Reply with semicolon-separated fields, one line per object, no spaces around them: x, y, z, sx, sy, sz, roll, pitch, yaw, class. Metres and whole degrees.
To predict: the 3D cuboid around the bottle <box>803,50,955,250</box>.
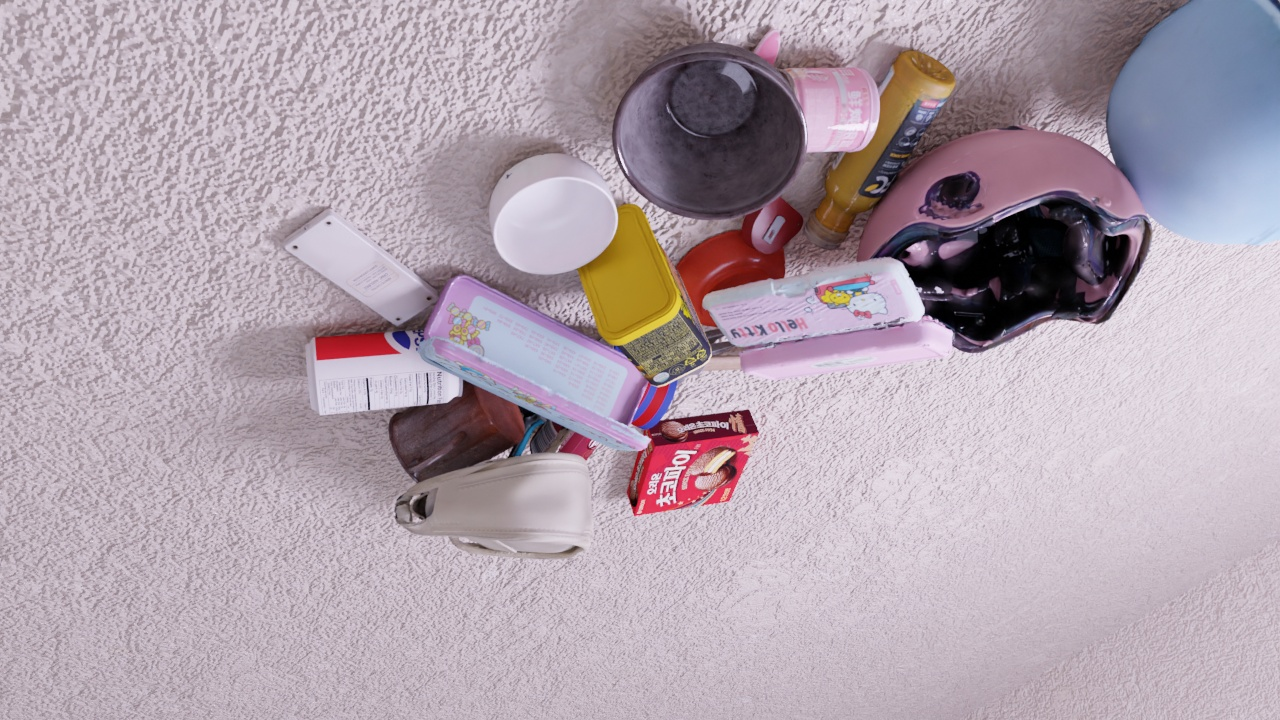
0.203;-0.178;0.809;0.053;0.053;0.187;2;138;-26;bottle

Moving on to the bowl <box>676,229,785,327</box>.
0.091;-0.072;0.907;0.122;0.035;0.122;-12;142;-10;bowl

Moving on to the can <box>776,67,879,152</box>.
0.144;-0.202;0.742;0.076;0.067;0.067;-6;141;-16;can

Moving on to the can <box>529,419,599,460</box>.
-0.070;0.073;0.994;0.063;0.063;0.114;10;134;-33;can

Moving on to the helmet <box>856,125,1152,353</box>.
0.318;-0.120;0.847;0.256;0.152;0.230;-16;151;25;helmet

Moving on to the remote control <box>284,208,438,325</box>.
-0.234;-0.076;0.780;0.050;0.011;0.136;-30;142;14;remote control

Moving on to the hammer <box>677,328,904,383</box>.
0.174;0.003;1.033;0.330;0.030;0.120;0;151;-25;hammer

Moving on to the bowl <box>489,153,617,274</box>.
-0.074;-0.126;0.755;0.105;0.054;0.105;-11;144;-8;bowl

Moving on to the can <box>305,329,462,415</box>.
-0.234;0.009;0.839;0.132;0.070;0.070;-5;141;-18;can

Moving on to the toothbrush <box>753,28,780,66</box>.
0.080;-0.208;0.749;0.021;0.016;0.135;4;138;-26;toothbrush

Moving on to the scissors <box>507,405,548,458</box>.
-0.137;0.070;0.984;0.150;0.019;0.121;-10;119;13;scissors

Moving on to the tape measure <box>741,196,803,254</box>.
0.123;-0.124;0.854;0.059;0.019;0.051;27;97;-43;tape measure

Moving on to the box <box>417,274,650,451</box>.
-0.082;0.004;0.809;0.214;0.093;0.089;27;81;-21;box

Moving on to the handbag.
-0.133;0.134;0.926;0.184;0.131;0.229;-3;161;5;handbag

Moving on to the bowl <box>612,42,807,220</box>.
0.054;-0.185;0.705;0.145;0.067;0.145;5;138;4;bowl

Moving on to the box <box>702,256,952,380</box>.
0.174;-0.025;0.861;0.202;0.058;0.155;-10;151;36;box

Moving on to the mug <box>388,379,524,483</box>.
-0.183;0.072;0.903;0.110;0.122;0.096;-35;104;13;mug

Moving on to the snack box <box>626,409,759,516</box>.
0.062;0.129;1.145;0.132;0.035;0.152;-6;141;-17;snack box

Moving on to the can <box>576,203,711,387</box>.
0.003;-0.055;0.814;0.072;0.130;0.101;-27;145;10;can

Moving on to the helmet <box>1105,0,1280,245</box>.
0.493;-0.193;0.771;0.167;0.225;0.265;-31;167;24;helmet

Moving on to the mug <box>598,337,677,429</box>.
-0.006;0.006;0.930;0.076;0.075;0.112;26;93;-23;mug
